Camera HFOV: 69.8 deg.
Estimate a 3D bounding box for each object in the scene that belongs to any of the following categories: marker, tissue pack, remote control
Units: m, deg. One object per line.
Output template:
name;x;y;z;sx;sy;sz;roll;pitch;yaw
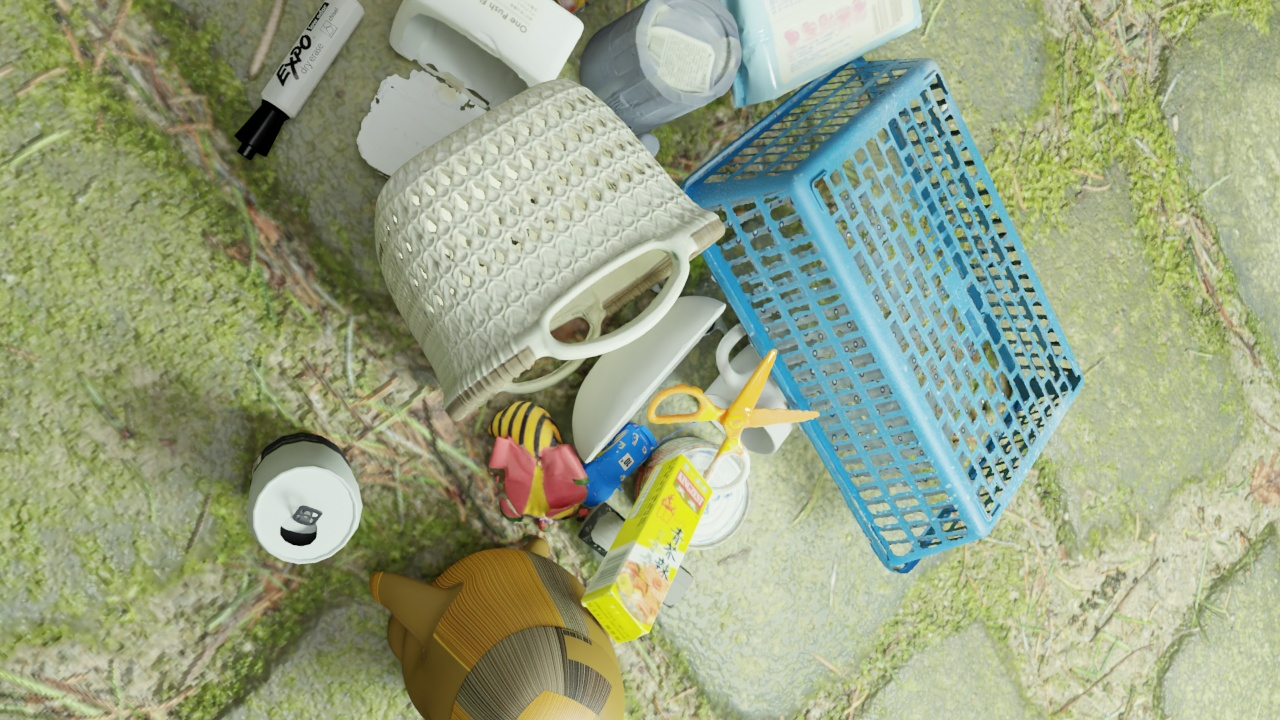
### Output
marker;-0.225;-0.186;0.602;0.025;0.025;0.125;34;82;-21
tissue pack;0.127;-0.278;0.702;0.181;0.070;0.112;-29;120;-14
remote control;-0.001;0.151;0.702;0.033;0.013;0.136;-51;133;-10

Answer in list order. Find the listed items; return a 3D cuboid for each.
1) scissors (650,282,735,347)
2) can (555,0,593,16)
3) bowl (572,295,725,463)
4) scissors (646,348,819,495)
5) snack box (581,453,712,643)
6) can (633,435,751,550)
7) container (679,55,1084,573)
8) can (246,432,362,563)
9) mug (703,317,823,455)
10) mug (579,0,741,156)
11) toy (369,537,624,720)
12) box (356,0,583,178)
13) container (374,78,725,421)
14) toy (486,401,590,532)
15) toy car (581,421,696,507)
scissors;0.010;-0.059;0.711;0.173;0.014;0.141;42;84;-18
can;-0.055;-0.300;0.635;0.067;0.068;0.105;-43;109;-13
bowl;-0.004;0.004;0.651;0.043;0.150;0.149;41;79;3
scissors;0.068;0.049;0.673;0.125;0.011;0.128;-3;112;4
snack box;0.008;0.124;0.627;0.040;0.029;0.147;51;35;-13
can;0.041;0.104;0.723;0.086;0.043;0.086;-1;93;-19
container;0.213;-0.045;0.713;0.256;0.089;0.362;-43;109;-32
can;-0.211;0.086;0.576;0.064;0.127;0.064;-2;95;-22
mug;0.095;0.006;0.714;0.089;0.071;0.107;-49;133;-20
mug;0.005;-0.192;0.649;0.083;0.104;0.124;25;85;-23
toy;-0.083;0.211;0.597;0.198;0.203;0.162;33;83;-21
box;-0.127;-0.180;0.609;0.108;0.126;0.136;32;74;-20
container;-0.067;-0.058;0.565;0.184;0.246;0.143;-35;93;-16
toy;-0.074;0.080;0.667;0.046;0.084;0.103;-34;106;-50
toy car;-0.003;0.073;0.690;0.091;0.062;0.033;-44;109;-27
